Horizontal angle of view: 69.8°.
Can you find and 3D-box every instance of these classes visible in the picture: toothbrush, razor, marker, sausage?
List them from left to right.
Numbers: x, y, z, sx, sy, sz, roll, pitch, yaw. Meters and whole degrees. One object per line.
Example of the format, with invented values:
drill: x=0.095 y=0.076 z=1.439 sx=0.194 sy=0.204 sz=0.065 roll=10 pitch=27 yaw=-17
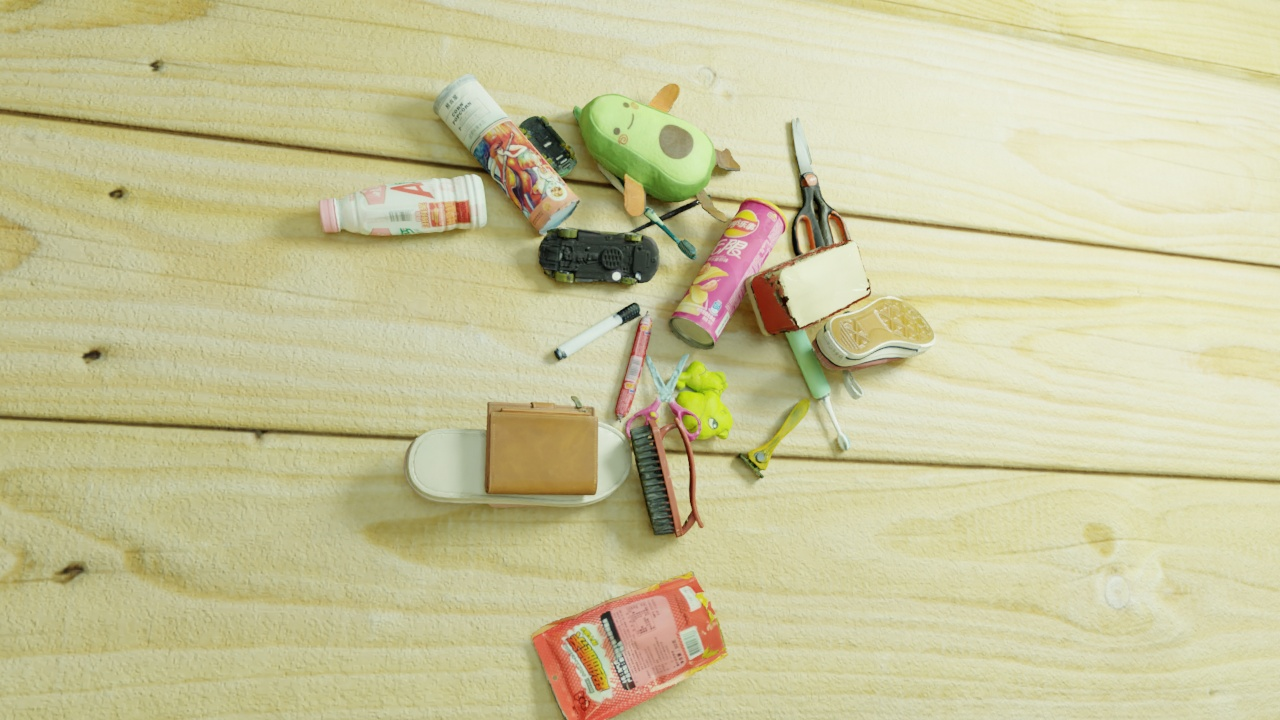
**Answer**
marker: x=-0.054 y=-0.037 z=1.178 sx=0.130 sy=0.018 sz=0.022 roll=-33 pitch=95 yaw=-21
sausage: x=-0.007 y=0.007 z=1.177 sx=0.020 sy=0.020 sz=0.155 roll=18 pitch=71 yaw=-10
toothbrush: x=0.008 y=-0.203 z=1.226 sx=0.016 sy=0.018 sz=0.191 roll=-39 pitch=78 yaw=-23
toothbrush: x=0.023 y=-0.186 z=1.241 sx=0.180 sy=0.016 sz=0.018 roll=-30 pitch=90 yaw=-20
razor: x=0.184 y=0.095 z=1.202 sx=0.043 sy=0.028 sz=0.132 roll=44 pitch=67 yaw=4
toothbrush: x=0.233 y=0.017 z=1.234 sx=0.027 sy=0.027 sz=0.224 roll=-9 pitch=74 yaw=-55

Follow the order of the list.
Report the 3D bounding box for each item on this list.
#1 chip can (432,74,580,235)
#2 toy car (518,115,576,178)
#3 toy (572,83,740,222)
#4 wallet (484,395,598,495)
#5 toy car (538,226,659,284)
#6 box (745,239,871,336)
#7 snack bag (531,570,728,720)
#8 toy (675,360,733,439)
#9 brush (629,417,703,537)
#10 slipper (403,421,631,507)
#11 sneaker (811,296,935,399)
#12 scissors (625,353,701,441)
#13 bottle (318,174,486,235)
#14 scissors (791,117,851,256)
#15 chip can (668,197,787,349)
chip can: x=-0.171 y=-0.263 z=1.181 sx=0.071 sy=0.071 sz=0.214 roll=-40 pitch=89 yaw=-21
toy car: x=-0.125 y=-0.282 z=1.217 sx=0.043 sy=0.036 sz=0.091 roll=-38 pitch=88 yaw=-20
toy: x=0.024 y=-0.280 z=1.228 sx=0.246 sy=0.090 sz=0.226 roll=22 pitch=60 yaw=-12
wallet: x=-0.112 y=0.095 z=1.056 sx=0.130 sy=0.035 sz=0.119 roll=4 pitch=76 yaw=-22
toy car: x=-0.053 y=-0.134 z=1.186 sx=0.158 sy=0.042 sz=0.070 roll=4 pitch=104 yaw=-14
box: x=0.228 y=-0.100 z=1.203 sx=0.167 sy=0.080 sz=0.091 roll=-24 pitch=98 yaw=-36
snack bag: x=-0.009 y=0.333 z=1.065 sx=0.207 sy=0.073 sz=0.128 roll=-21 pitch=77 yaw=-14
toy: x=0.079 y=0.054 z=1.181 sx=0.096 sy=0.031 sz=0.100 roll=26 pitch=67 yaw=-2
brush: x=0.035 y=0.145 z=1.114 sx=0.069 sy=0.063 sz=0.146 roll=-13 pitch=97 yaw=-3
slipper: x=-0.142 y=0.122 z=1.089 sx=0.274 sy=0.055 sz=0.114 roll=-1 pitch=78 yaw=-22
sneaker: x=0.303 y=-0.022 z=1.233 sx=0.240 sy=0.088 sz=0.118 roll=-13 pitch=65 yaw=-42
scissors: x=0.037 y=0.051 z=1.161 sx=0.125 sy=0.017 sz=0.133 roll=24 pitch=75 yaw=20
bottle: x=-0.292 y=-0.188 z=1.133 sx=0.196 sy=0.068 sz=0.068 roll=-8 pitch=77 yaw=-13
scissors: x=0.232 y=-0.243 z=1.309 sx=0.136 sy=0.022 sz=0.235 roll=-27 pitch=84 yaw=-20
chip can: x=0.116 y=-0.116 z=1.217 sx=0.071 sy=0.071 sz=0.210 roll=34 pitch=69 yaw=-4
